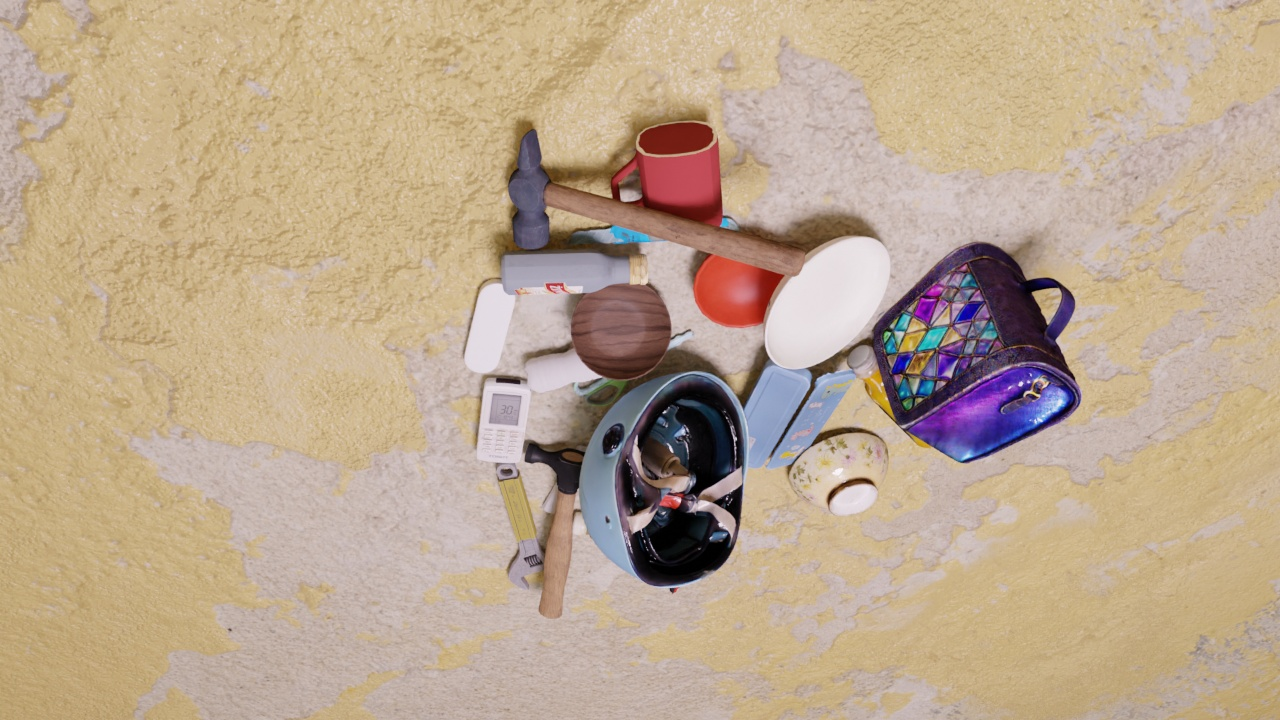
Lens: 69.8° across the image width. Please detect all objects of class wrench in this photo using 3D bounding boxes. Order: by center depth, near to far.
[{"bbox_3d":[-0.173,0.242,1.327,0.083,0.018,0.274,-9,129,1],"label":"wrench"}]

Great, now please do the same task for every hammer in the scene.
[{"bbox_3d":[0.011,-0.142,0.935,0.322,0.040,0.129,18,132,16],"label":"hammer"},{"bbox_3d":[-0.108,0.254,1.296,0.132,0.040,0.306,14,123,7],"label":"hammer"}]

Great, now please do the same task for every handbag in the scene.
[{"bbox_3d":[0.399,-0.015,1.068,0.125,0.204,0.223,29,127,-26],"label":"handbag"}]

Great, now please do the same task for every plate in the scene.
[{"bbox_3d":[0.211,-0.072,1.073,0.182,0.034,0.183,-22,138,-22],"label":"plate"}]

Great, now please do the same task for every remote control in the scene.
[{"bbox_3d":[-0.182,-0.040,1.102,0.043,0.013,0.137,11,127,-14],"label":"remote control"},{"bbox_3d":[-0.178,0.079,1.190,0.060,0.025,0.139,6,128,-11],"label":"remote control"},{"bbox_3d":[-0.097,0.169,1.280,0.033,0.012,0.131,18,125,-19],"label":"remote control"}]

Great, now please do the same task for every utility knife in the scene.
[{"bbox_3d":[0.016,-0.144,1.039,0.198,0.015,0.031,-4,126,-1],"label":"utility knife"}]

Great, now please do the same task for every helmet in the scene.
[{"bbox_3d":[0.021,0.138,1.148,0.225,0.167,0.265,22,82,-42],"label":"helmet"}]

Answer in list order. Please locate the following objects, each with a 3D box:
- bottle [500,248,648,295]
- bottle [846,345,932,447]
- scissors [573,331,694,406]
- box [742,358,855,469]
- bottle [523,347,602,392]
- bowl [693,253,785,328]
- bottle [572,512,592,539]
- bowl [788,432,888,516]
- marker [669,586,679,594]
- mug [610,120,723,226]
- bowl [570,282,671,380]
[{"bbox_3d":[-0.073,-0.100,1.029,0.161,0.072,0.046,-2,86,-4],"label":"bottle"},{"bbox_3d":[0.336,0.047,1.200,0.053,0.053,0.186,-37,123,22],"label":"bottle"},{"bbox_3d":[-0.006,0.006,1.159,0.174,0.033,0.065,-28,122,20],"label":"scissors"},{"bbox_3d":[0.191,0.078,1.198,0.126,0.039,0.210,8,140,-11],"label":"box"},{"bbox_3d":[-0.073,0.005,1.129,0.136,0.044,0.044,-14,129,6],"label":"bottle"},{"bbox_3d":[0.120,-0.096,1.073,0.122,0.035,0.122,-3,129,-4],"label":"bowl"},{"bbox_3d":[-0.015,0.246,1.324,0.167,0.059,0.059,9,128,-2],"label":"bottle"},{"bbox_3d":[0.286,0.171,1.279,0.145,0.063,0.145,-8,134,-9],"label":"bowl"},{"bbox_3d":[0.059,0.313,1.408,0.019,0.019,0.146,2,129,-8],"label":"marker"},{"bbox_3d":[0.026,-0.188,0.963,0.116,0.080,0.097,-4,130,6],"label":"mug"},{"bbox_3d":[-0.025,-0.037,1.088,0.119,0.032,0.119,0,93,-9],"label":"bowl"}]
